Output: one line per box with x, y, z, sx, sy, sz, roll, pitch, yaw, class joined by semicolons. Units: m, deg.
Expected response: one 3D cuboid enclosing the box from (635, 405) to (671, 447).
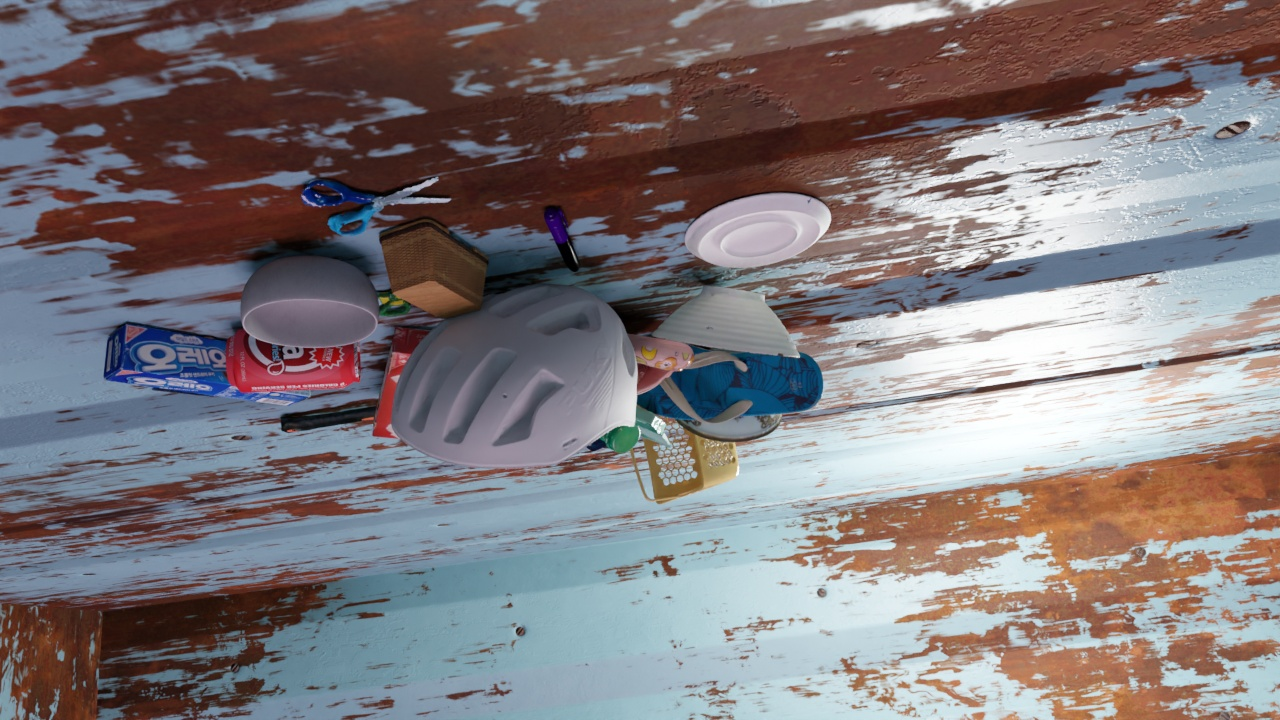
-0.047;0.072;1.342;0.187;0.033;0.136;23;171;20;box

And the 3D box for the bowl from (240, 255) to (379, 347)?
-0.335;-0.066;0.932;0.132;0.064;0.132;-6;161;-2;bowl

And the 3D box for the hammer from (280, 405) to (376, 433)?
-0.387;0.075;1.384;0.333;0.033;0.133;-8;162;7;hammer

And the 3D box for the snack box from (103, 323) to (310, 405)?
-0.511;0.009;1.101;0.059;0.059;0.226;-18;158;41;snack box

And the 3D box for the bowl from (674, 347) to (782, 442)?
0.126;0.034;1.311;0.160;0.159;0.094;-4;121;-9;bowl

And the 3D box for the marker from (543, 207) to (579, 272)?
-0.077;-0.121;0.940;0.018;0.015;0.134;-35;161;-5;marker

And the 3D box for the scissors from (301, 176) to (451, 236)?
-0.237;-0.145;0.816;0.134;0.015;0.104;-15;159;17;scissors

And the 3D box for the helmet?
-0.135;0.022;0.998;0.281;0.184;0.224;-31;-145;-32;helmet

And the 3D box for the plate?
0.125;-0.133;0.977;0.157;0.014;0.157;-6;161;-2;plate

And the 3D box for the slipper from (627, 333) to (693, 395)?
-0.007;0.007;1.157;0.093;0.081;0.198;8;180;-34;slipper

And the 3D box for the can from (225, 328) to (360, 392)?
-0.405;-0.002;1.077;0.142;0.074;0.075;-2;161;-13;can

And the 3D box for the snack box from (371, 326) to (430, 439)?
-0.310;0.040;1.229;0.076;0.044;0.274;7;152;-19;snack box

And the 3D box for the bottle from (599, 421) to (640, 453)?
-0.076;0.049;1.167;0.068;0.068;0.210;11;-162;-43;bottle

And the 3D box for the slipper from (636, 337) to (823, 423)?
0.092;0.034;1.211;0.295;0.118;0.060;1;-157;24;slipper

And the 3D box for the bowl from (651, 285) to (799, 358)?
0.106;-0.049;1.091;0.177;0.071;0.177;8;-177;-1;bowl

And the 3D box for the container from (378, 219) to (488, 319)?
-0.204;-0.087;0.920;0.063;0.061;0.114;-14;160;20;container

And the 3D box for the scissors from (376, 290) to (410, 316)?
-0.272;-0.076;1.010;0.070;0.014;0.131;7;157;-36;scissors

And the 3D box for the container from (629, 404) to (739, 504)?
0.052;0.124;1.442;0.166;0.183;0.130;-2;162;-36;container

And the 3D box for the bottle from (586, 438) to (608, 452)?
-0.038;0.114;1.573;0.056;0.056;0.161;8;156;-37;bottle
